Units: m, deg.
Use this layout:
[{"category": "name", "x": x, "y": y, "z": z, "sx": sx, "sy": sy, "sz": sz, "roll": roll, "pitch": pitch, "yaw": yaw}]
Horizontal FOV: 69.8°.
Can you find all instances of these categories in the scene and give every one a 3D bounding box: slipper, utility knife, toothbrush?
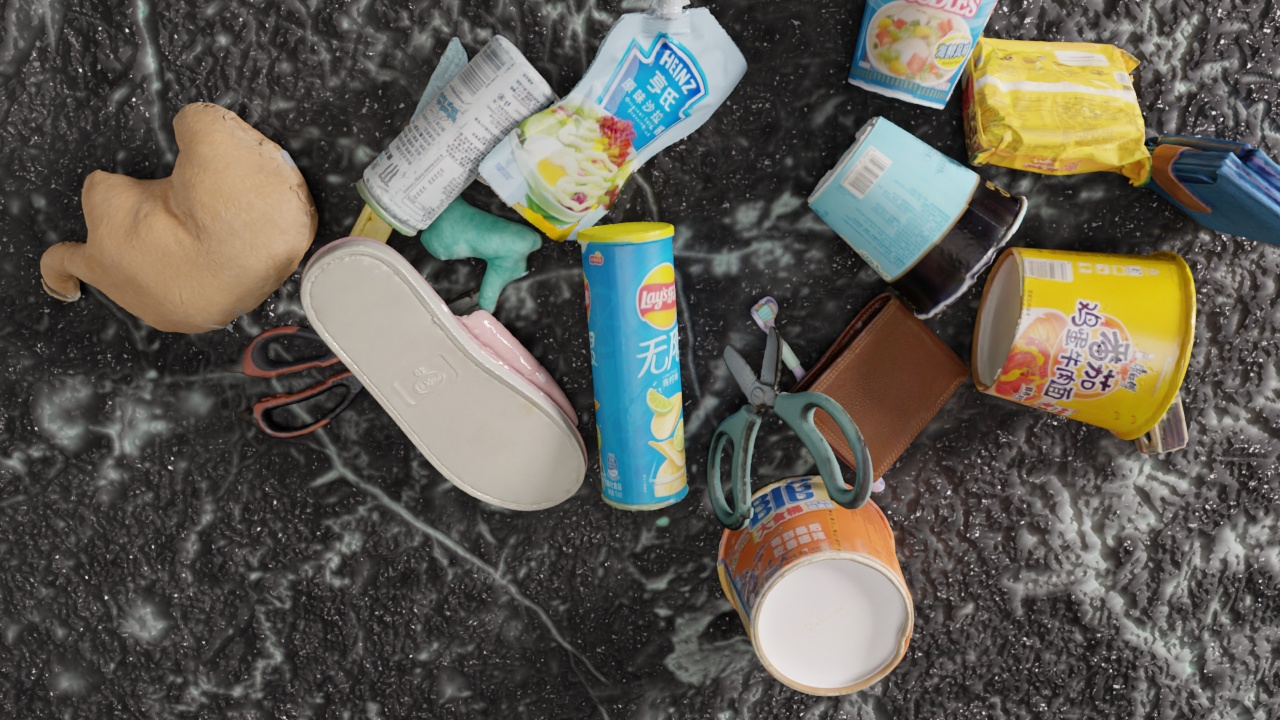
[{"category": "slipper", "x": -0.143, "y": 0.014, "z": 0.699, "sx": 0.114, "sy": 0.054, "sz": 0.274, "roll": -36, "pitch": 117, "yaw": 12}, {"category": "utility knife", "x": -0.183, "y": -0.139, "z": 0.690, "sx": 0.031, "sy": 0.022, "sz": 0.219, "roll": 28, "pitch": 99, "yaw": -13}, {"category": "toothbrush", "x": 0.145, "y": 0.031, "z": 0.731, "sx": 0.029, "sy": 0.021, "sz": 0.189, "roll": -45, "pitch": 107, "yaw": -34}]

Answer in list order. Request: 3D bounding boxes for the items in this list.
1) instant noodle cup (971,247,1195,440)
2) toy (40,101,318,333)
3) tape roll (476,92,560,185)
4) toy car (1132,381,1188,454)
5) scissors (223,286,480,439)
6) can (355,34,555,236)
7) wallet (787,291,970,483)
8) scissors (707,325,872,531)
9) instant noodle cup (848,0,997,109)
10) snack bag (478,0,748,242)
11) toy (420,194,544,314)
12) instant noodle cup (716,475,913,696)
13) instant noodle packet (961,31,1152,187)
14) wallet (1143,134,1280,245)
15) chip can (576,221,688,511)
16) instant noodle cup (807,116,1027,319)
[{"category": "instant noodle cup", "x": 0.310, "y": -0.019, "z": 0.664, "sx": 0.110, "sy": 0.137, "sz": 0.138, "roll": 10, "pitch": 105, "yaw": 5}, {"category": "toy", "x": -0.343, "y": -0.082, "z": 0.673, "sx": 0.226, "sy": 0.082, "sz": 0.143, "roll": -30, "pitch": 98, "yaw": 11}, {"category": "tape roll", "x": -0.094, "y": -0.168, "z": 0.679, "sx": 0.086, "sy": 0.014, "sz": 0.086, "roll": 0, "pitch": 105, "yaw": 0}, {"category": "toy car", "x": 0.404, "y": 0.029, "z": 0.723, "sx": 0.042, "sy": 0.035, "sz": 0.090, "roll": -17, "pitch": 102, "yaw": 3}, {"category": "scissors", "x": -0.223, "y": -0.014, "z": 0.720, "sx": 0.192, "sy": 0.015, "sz": 0.207, "roll": 27, "pitch": 104, "yaw": -7}, {"category": "can", "x": -0.130, "y": -0.156, "z": 0.644, "sx": 0.147, "sy": 0.058, "sz": 0.058, "roll": -42, "pitch": 101, "yaw": 11}, {"category": "wallet", "x": 0.184, "y": 0.022, "z": 0.711, "sx": 0.101, "sy": 0.032, "sz": 0.124, "roll": 40, "pitch": 92, "yaw": -17}, {"category": "scissors", "x": 0.097, "y": 0.071, "z": 0.698, "sx": 0.019, "sy": 0.170, "sz": 0.180, "roll": -6, "pitch": 135, "yaw": -37}, {"category": "instant noodle cup", "x": 0.194, "y": -0.234, "z": 0.626, "sx": 0.099, "sy": 0.099, "sz": 0.110, "roll": 14, "pitch": 112, "yaw": -4}, {"category": "snack bag", "x": -0.016, "y": -0.170, "z": 0.647, "sx": 0.191, "sy": 0.038, "sz": 0.110, "roll": -41, "pitch": 131, "yaw": 12}, {"category": "toy", "x": -0.121, "y": -0.086, "z": 0.692, "sx": 0.092, "sy": 0.030, "sz": 0.096, "roll": 18, "pitch": 96, "yaw": -2}, {"category": "instant noodle cup", "x": 0.140, "y": 0.181, "z": 0.723, "sx": 0.151, "sy": 0.111, "sz": 0.151, "roll": 0, "pitch": 105, "yaw": 0}, {"category": "instant noodle packet", "x": 0.291, "y": -0.176, "z": 0.644, "sx": 0.128, "sy": 0.044, "sz": 0.110, "roll": 6, "pitch": 66, "yaw": -2}, {"category": "wallet", "x": 0.402, "y": -0.115, "z": 0.632, "sx": 0.106, "sy": 0.133, "sz": 0.040, "roll": 32, "pitch": 102, "yaw": -9}, {"category": "chip can", "x": -0.004, "y": 0.004, "z": 0.696, "sx": 0.071, "sy": 0.071, "sz": 0.210, "roll": -4, "pitch": 105, "yaw": 1}, {"category": "instant noodle cup", "x": 0.189, "y": -0.108, "z": 0.656, "sx": 0.120, "sy": 0.111, "sz": 0.111, "roll": 37, "pitch": 102, "yaw": -1}]
